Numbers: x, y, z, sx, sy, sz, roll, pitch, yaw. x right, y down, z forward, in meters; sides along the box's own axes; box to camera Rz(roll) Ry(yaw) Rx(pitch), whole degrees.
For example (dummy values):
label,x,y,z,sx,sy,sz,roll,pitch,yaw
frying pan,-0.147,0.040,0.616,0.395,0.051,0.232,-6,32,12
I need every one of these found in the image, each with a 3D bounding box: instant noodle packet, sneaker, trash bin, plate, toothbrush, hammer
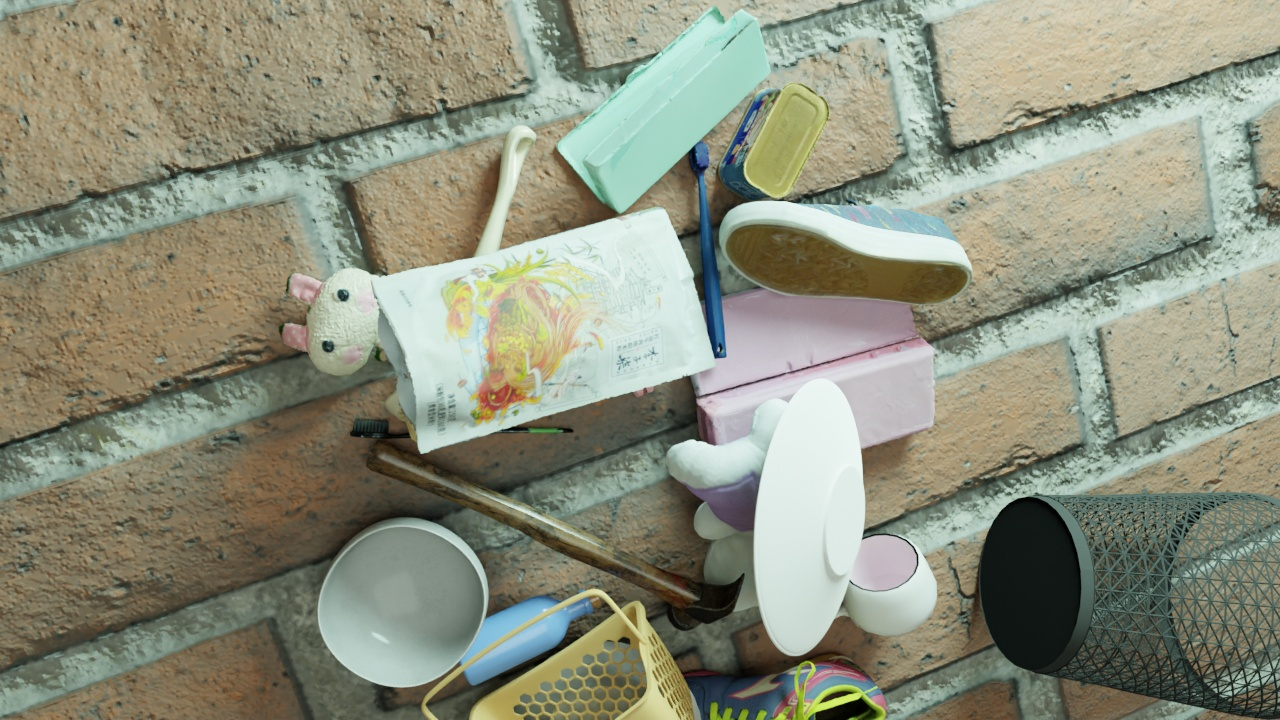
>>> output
label,x,y,z,sx,sy,sz,roll,pitch,yaw
instant noodle packet,-0.065,-0.030,0.726,0.268,0.057,0.147,-18,93,-28
sneaker,0.113,0.329,0.856,0.241,0.091,0.116,-7,103,-14
sneaker,0.180,-0.107,0.822,0.235,0.088,0.079,8,53,-13
trash bin,0.484,0.225,0.890,0.243,0.217,0.217,7,96,-10
plate,-0.031,0.338,0.826,0.173,0.019,0.173,1,98,5
toothbrush,-0.149,0.058,0.782,0.188,0.014,0.017,1,90,-16
plate,0.157,0.130,0.760,0.228,0.030,0.229,-7,99,-57
toothbrush,0.060,-0.096,0.798,0.016,0.017,0.190,-6,91,-8
hammer,-0.072,0.142,0.773,0.330,0.120,0.033,26,57,-9

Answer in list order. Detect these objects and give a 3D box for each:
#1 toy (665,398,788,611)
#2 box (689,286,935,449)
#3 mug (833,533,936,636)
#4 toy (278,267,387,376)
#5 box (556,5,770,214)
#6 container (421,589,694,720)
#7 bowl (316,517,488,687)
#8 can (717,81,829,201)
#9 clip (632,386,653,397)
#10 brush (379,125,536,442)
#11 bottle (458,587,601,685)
label,x,y,z,sx,sy,sz,roll,pitch,yaw
toy,0.110,0.138,0.804,0.137,0.085,0.209,-25,128,-6
box,0.157,0.011,0.840,0.232,0.055,0.180,-16,101,-12
mug,0.218,0.222,0.873,0.124,0.090,0.076,-19,122,6
toy,-0.231,-0.030,0.731,0.112,0.050,0.087,20,93,-13
box,0.016,-0.218,0.779,0.188,0.079,0.077,-45,147,-5
container,-0.063,0.285,0.743,0.183,0.129,0.167,-34,107,8
bowl,-0.195,0.195,0.761,0.131,0.064,0.132,0,92,-10
can,0.115,-0.189,0.792,0.054,0.059,0.100,27,90,-17
clip,-0.008,0.006,0.809,0.035,0.022,0.057,-22,105,-15
brush,-0.136,-0.062,0.748,0.077,0.062,0.272,20,89,5
bottle,-0.096,0.235,0.806,0.131,0.048,0.048,-23,104,-11
